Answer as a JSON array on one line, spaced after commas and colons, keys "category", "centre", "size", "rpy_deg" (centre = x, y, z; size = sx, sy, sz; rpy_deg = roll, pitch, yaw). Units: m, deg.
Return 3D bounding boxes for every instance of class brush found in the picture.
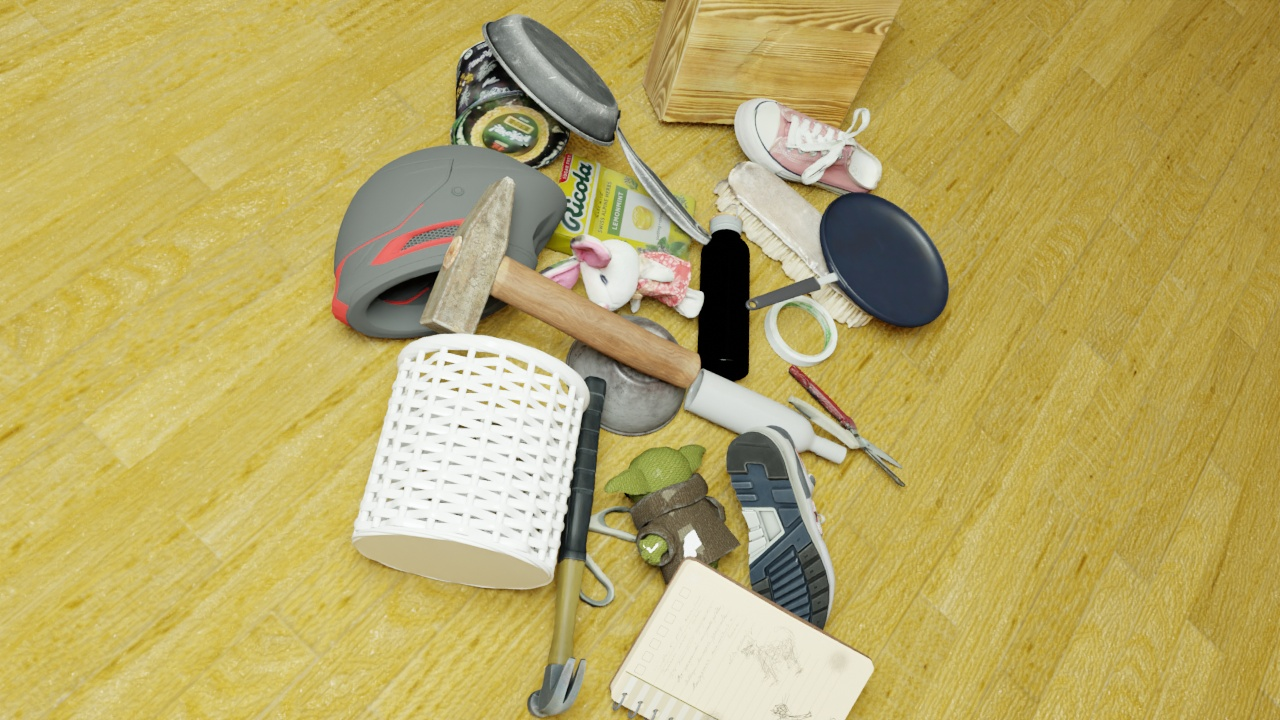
[{"category": "brush", "centre": [0.210, -0.150, 1.186], "size": [0.271, 0.057, 0.083], "rpy_deg": [42, 55, 0]}]

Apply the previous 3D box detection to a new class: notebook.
[{"category": "notebook", "centre": [0.100, 0.319, 0.908], "size": [0.225, 0.024, 0.167], "rpy_deg": [31, 90, -7]}]

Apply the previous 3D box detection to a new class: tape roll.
[{"category": "tape roll", "centre": [0.202, -0.038, 1.155], "size": [0.093, 0.018, 0.093], "rpy_deg": [8, 65, -18]}]

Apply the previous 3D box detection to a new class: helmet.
[{"category": "helmet", "centre": [-0.204, -0.139, 0.966], "size": [0.264, 0.164, 0.169], "rpy_deg": [-14, 67, -17]}]

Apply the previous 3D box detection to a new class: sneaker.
[{"category": "sneaker", "centre": [0.164, 0.173, 1.004], "size": [0.124, 0.089, 0.240], "rpy_deg": [-39, 116, -64]}, {"category": "sneaker", "centre": [0.235, -0.280, 1.206], "size": [0.240, 0.088, 0.118], "rpy_deg": [15, 82, -28]}]

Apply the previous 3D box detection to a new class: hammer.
[{"category": "hammer", "centre": [-0.056, -0.049, 0.923], "size": [0.300, 0.037, 0.157], "rpy_deg": [27, 73, -30]}, {"category": "hammer", "centre": [-0.064, 0.172, 0.902], "size": [0.025, 0.118, 0.332], "rpy_deg": [13, 64, -17]}]

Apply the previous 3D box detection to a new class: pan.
[{"category": "pan", "centre": [-0.034, -0.261, 1.046], "size": [0.357, 0.055, 0.187], "rpy_deg": [38, 24, -20]}, {"category": "pan", "centre": [0.251, -0.107, 1.128], "size": [0.355, 0.021, 0.198], "rpy_deg": [-20, 74, -36]}]

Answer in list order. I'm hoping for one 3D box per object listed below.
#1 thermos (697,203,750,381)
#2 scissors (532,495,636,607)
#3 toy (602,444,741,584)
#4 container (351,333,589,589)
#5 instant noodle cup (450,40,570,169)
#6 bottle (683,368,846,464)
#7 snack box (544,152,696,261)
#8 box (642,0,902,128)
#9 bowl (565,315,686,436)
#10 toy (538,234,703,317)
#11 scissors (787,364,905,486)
[{"category": "thermos", "centre": [0.102, -0.090, 1.117], "size": [0.061, 0.061, 0.230], "rpy_deg": [11, 64, -15]}, {"category": "scissors", "centre": [-0.065, 0.182, 0.960], "size": [0.157, 0.013, 0.168], "rpy_deg": [-7, 70, -25]}, {"category": "toy", "centre": [0.037, 0.164, 0.963], "size": [0.179, 0.078, 0.152], "rpy_deg": [-15, 74, -53]}, {"category": "container", "centre": [-0.156, 0.100, 0.863], "size": [0.189, 0.190, 0.186], "rpy_deg": [15, 64, -13]}, {"category": "instant noodle cup", "centre": [-0.159, -0.304, 1.085], "size": [0.137, 0.138, 0.112], "rpy_deg": [-1, 59, -21]}, {"category": "bottle", "centre": [0.149, 0.072, 1.066], "size": [0.195, 0.053, 0.052], "rpy_deg": [24, 61, -9]}, {"category": "snack box", "centre": [-0.020, -0.170, 1.117], "size": [0.181, 0.045, 0.121], "rpy_deg": [17, 63, -12]}, {"category": "box", "centre": [0.151, -0.494, 1.212], "size": [0.278, 0.270, 0.263], "rpy_deg": [-2, 53, -21]}, {"category": "bowl", "centre": [-0.006, 0.006, 1.030], "size": [0.145, 0.067, 0.144], "rpy_deg": [8, 65, -17]}, {"category": "toy", "centre": [-0.018, -0.093, 1.036], "size": [0.194, 0.159, 0.084], "rpy_deg": [12, 70, -31]}, {"category": "scissors", "centre": [0.236, 0.075, 1.097], "size": [0.179, 0.015, 0.194], "rpy_deg": [12, 38, -50]}]
